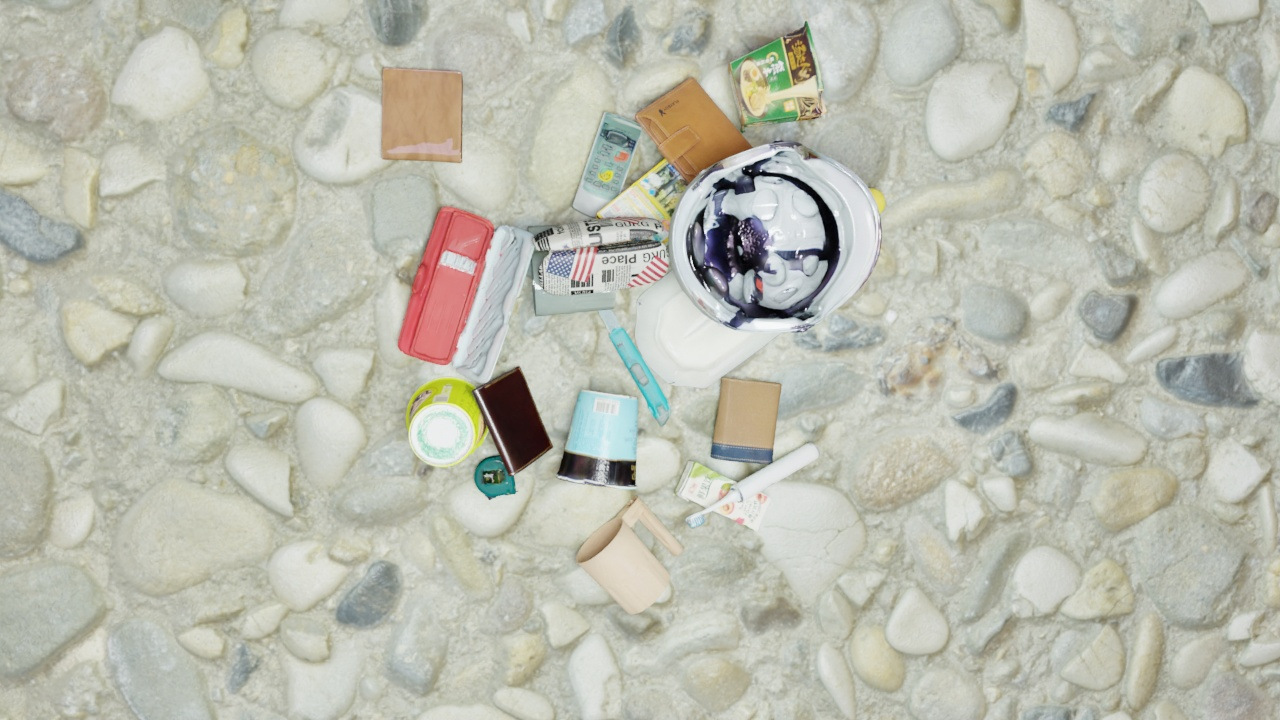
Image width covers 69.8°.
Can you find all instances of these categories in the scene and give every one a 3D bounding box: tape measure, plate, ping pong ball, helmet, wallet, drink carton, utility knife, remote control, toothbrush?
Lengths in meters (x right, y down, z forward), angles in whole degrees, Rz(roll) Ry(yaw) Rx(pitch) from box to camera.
[{"bbox_3d":[-0.195,0.156,1.228,0.054,0.025,0.058,-11,98,-7],"label":"tape measure"},{"bbox_3d":[0.117,-0.076,1.232,0.265,0.034,0.162,-36,100,-2],"label":"plate"},{"bbox_3d":[0.310,-0.212,1.237,0.040,0.040,0.040,-1,97,-7],"label":"ping pong ball"},{"bbox_3d":[0.150,-0.147,1.137,0.258,0.146,0.229,-16,100,-15],"label":"helmet"},{"bbox_3d":[0.065,-0.284,1.178,0.118,0.035,0.130,-38,86,-22],"label":"wallet"},{"bbox_3d":[-0.276,-0.310,1.163,0.101,0.020,0.115,2,94,-7],"label":"wallet"},{"bbox_3d":[0.112,0.185,1.259,0.122,0.045,0.053,26,81,-11],"label":"drink carton"},{"bbox_3d":[-0.007,0.007,1.238,0.029,0.013,0.185,-31,100,-2],"label":"utility knife"},{"bbox_3d":[0.145,0.083,1.258,0.090,0.033,0.115,6,95,-11],"label":"wallet"},{"bbox_3d":[-0.043,-0.252,1.198,0.056,0.019,0.135,19,94,-9],"label":"remote control"},{"bbox_3d":[0.151,0.168,1.233,0.220,0.027,0.026,-25,72,-25],"label":"toothbrush"},{"bbox_3d":[-0.164,0.077,1.194,0.020,0.096,0.122,-15,101,33],"label":"wallet"}]

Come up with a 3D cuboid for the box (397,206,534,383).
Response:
[{"bbox_3d":[-0.219,-0.084,1.175,0.158,0.069,0.201,20,94,16],"label":"box"}]

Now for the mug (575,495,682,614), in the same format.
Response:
[{"bbox_3d":[-0.010,0.264,1.245,0.103,0.084,0.124,49,63,-11],"label":"mug"}]

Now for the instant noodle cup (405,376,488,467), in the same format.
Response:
[{"bbox_3d":[-0.247,0.084,1.162,0.111,0.123,0.112,-1,97,-7],"label":"instant noodle cup"}]

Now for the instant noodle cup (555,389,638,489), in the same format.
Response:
[{"bbox_3d":[-0.049,0.101,1.206,0.111,0.111,0.120,8,87,-8],"label":"instant noodle cup"}]

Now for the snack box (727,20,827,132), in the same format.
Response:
[{"bbox_3d":[0.169,-0.355,1.172,0.106,0.118,0.117,-15,99,5],"label":"snack box"}]

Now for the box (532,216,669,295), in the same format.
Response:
[{"bbox_3d":[-0.048,-0.128,1.129,0.162,0.075,0.086,-8,110,-12],"label":"box"}]

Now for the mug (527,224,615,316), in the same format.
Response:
[{"bbox_3d":[-0.090,-0.120,1.186,0.103,0.084,0.123,-4,73,-8],"label":"mug"}]

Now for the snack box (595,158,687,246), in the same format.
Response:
[{"bbox_3d":[0.021,-0.195,1.186,0.140,0.034,0.087,-41,86,-10],"label":"snack box"}]
